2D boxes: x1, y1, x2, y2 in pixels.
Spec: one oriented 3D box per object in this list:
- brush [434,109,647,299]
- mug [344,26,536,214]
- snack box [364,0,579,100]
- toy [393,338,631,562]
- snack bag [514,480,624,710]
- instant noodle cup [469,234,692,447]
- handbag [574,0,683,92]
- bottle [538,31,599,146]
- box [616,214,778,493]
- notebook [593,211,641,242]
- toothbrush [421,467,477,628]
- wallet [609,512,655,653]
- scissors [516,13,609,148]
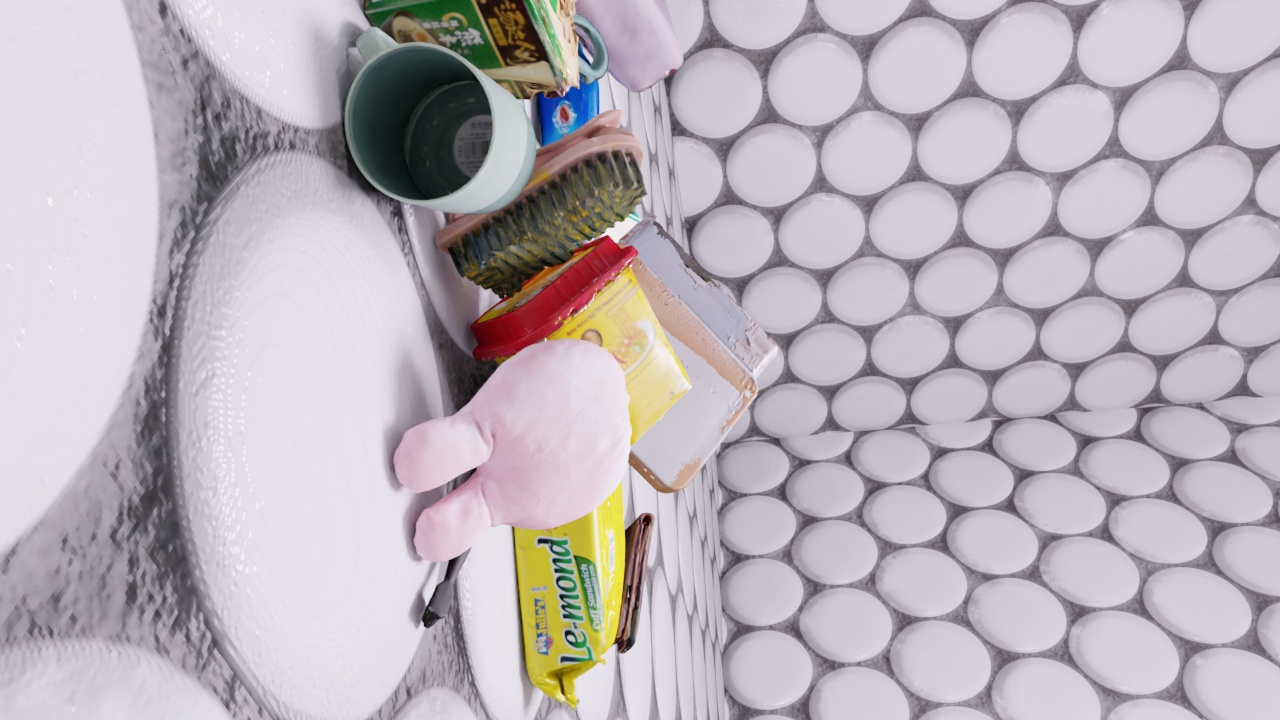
[{"bbox_3d":[-0.062,-0.106,0.603,0.063,0.146,0.073,30,34,-58],"label":"brush"},{"bbox_3d":[-0.116,-0.138,0.525,0.112,0.082,0.106,53,10,0],"label":"mug"},{"bbox_3d":[-0.103,-0.224,0.556,0.117,0.106,0.118,62,22,-65],"label":"snack box"},{"bbox_3d":[-0.072,0.054,0.550,0.054,0.159,0.121,19,-58,48],"label":"toy"},{"bbox_3d":[-0.055,0.151,0.779,0.158,0.068,0.246,28,58,-81],"label":"snack bag"},{"bbox_3d":[-0.037,-0.006,0.651,0.115,0.116,0.123,-43,107,-28],"label":"instant noodle cup"},{"bbox_3d":[-0.047,-0.371,0.884,0.197,0.098,0.144,43,21,-48],"label":"handbag"},{"bbox_3d":[-0.074,-0.259,0.947,0.065,0.065,0.218,65,19,-67],"label":"bottle"},{"bbox_3d":[-0.006,0.003,0.811,0.197,0.181,0.158,-49,-172,-28],"label":"box"},{"bbox_3d":[-0.029,-0.157,1.047,0.150,0.012,0.209,64,17,15],"label":"notebook"},{"bbox_3d":[-0.106,0.094,0.601,0.026,0.027,0.212,35,26,-13],"label":"toothbrush"},{"bbox_3d":[-0.012,0.221,0.904,0.101,0.032,0.124,115,-14,-64],"label":"wallet"},{"bbox_3d":[-0.089,-0.217,0.778,0.169,0.019,0.181,-17,122,-51],"label":"scissors"}]
